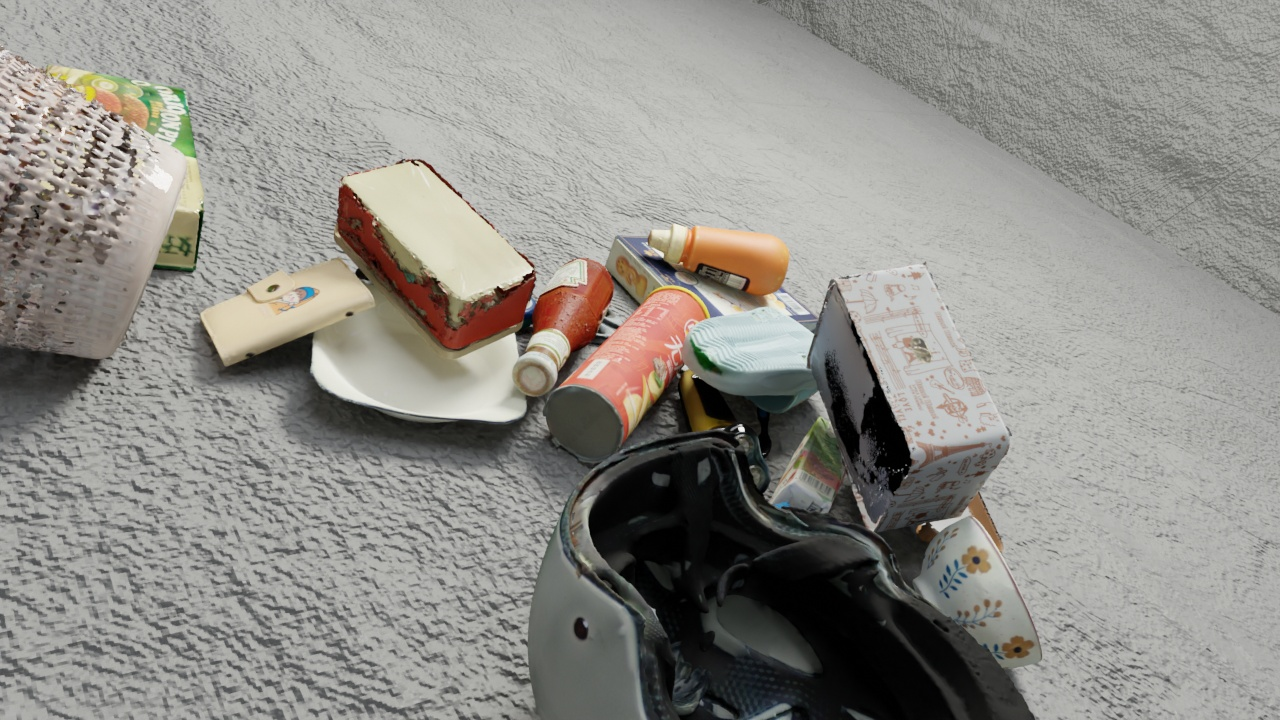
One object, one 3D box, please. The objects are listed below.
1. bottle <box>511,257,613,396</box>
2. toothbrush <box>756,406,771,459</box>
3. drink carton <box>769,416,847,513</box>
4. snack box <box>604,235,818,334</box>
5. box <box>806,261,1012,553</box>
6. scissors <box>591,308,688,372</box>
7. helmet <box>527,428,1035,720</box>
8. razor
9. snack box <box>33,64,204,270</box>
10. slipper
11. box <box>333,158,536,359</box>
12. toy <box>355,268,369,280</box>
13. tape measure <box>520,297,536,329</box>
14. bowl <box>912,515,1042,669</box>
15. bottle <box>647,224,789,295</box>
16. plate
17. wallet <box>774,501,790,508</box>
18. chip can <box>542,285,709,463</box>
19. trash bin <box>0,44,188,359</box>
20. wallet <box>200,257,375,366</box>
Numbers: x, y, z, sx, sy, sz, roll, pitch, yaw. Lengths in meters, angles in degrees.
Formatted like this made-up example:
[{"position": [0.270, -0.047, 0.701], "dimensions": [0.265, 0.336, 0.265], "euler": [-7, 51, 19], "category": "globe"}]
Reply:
[{"position": [-0.067, -0.030, 0.791], "dimensions": [0.060, 0.060, 0.205], "euler": [23, 27, -2], "category": "bottle"}, {"position": [0.118, 0.045, 0.889], "dimensions": [0.014, 0.016, 0.189], "euler": [14, 27, 1], "category": "toothbrush"}, {"position": [0.146, 0.101, 0.774], "dimensions": [0.045, 0.054, 0.122], "euler": [32, 31, 8], "category": "drink carton"}, {"position": [0.080, -0.074, 1.017], "dimensions": [0.182, 0.046, 0.178], "euler": [-5, 41, -41], "category": "snack box"}, {"position": [0.225, 0.058, 0.768], "dimensions": [0.273, 0.126, 0.178], "euler": [51, 21, -53], "category": "box"}, {"position": [0.005, -0.020, 0.909], "dimensions": [0.174, 0.014, 0.135], "euler": [7, 35, -27], "category": "scissors"}, {"position": [0.054, 0.178, 0.482], "dimensions": [0.274, 0.157, 0.229], "euler": [35, 27, -1], "category": "helmet"}, {"position": [0.064, 0.055, 0.786], "dimensions": [0.062, 0.068, 0.167], "euler": [9, 26, -15], "category": "razor"}, {"position": [-0.443, -0.168, 0.778], "dimensions": [0.114, 0.063, 0.240], "euler": [3, 36, -33], "category": "snack box"}, {"position": [0.112, 0.007, 0.856], "dimensions": [0.104, 0.074, 0.244], "euler": [40, 23, 24], "category": "slipper"}, {"position": [-0.167, -0.091, 0.733], "dimensions": [0.091, 0.080, 0.168], "euler": [-28, 62, -39], "category": "box"}, {"position": [-0.197, -0.096, 0.850], "dimensions": [0.105, 0.066, 0.156], "euler": [-3, 19, 19], "category": "toy"}, {"position": [-0.124, -0.049, 0.852], "dimensions": [0.058, 0.025, 0.054], "euler": [36, 33, 28], "category": "tape measure"}, {"position": [0.244, 0.180, 0.687], "dimensions": [0.062, 0.113, 0.113], "euler": [-24, 37, 5], "category": "bowl"}, {"position": [0.080, -0.114, 0.978], "dimensions": [0.149, 0.067, 0.066], "euler": [13, 31, -7], "category": "bottle"}, {"position": [-0.175, 0.002, 0.724], "dimensions": [0.163, 0.034, 0.164], "euler": [11, 32, -21], "category": "plate"}, {"position": [0.114, 0.164, 0.655], "dimensions": [0.106, 0.040, 0.133], "euler": [-7, 49, -47], "category": "wallet"}, {"position": [-0.005, 0.005, 0.792], "dimensions": [0.073, 0.073, 0.216], "euler": [29, 33, 9], "category": "chip can"}, {"position": [-0.405, -0.100, 0.570], "dimensions": [0.192, 0.228, 0.227], "euler": [21, 27, -30], "category": "trash bin"}, {"position": [-0.270, -0.042, 0.696], "dimensions": [0.115, 0.024, 0.087], "euler": [-27, 40, -21], "category": "wallet"}]
